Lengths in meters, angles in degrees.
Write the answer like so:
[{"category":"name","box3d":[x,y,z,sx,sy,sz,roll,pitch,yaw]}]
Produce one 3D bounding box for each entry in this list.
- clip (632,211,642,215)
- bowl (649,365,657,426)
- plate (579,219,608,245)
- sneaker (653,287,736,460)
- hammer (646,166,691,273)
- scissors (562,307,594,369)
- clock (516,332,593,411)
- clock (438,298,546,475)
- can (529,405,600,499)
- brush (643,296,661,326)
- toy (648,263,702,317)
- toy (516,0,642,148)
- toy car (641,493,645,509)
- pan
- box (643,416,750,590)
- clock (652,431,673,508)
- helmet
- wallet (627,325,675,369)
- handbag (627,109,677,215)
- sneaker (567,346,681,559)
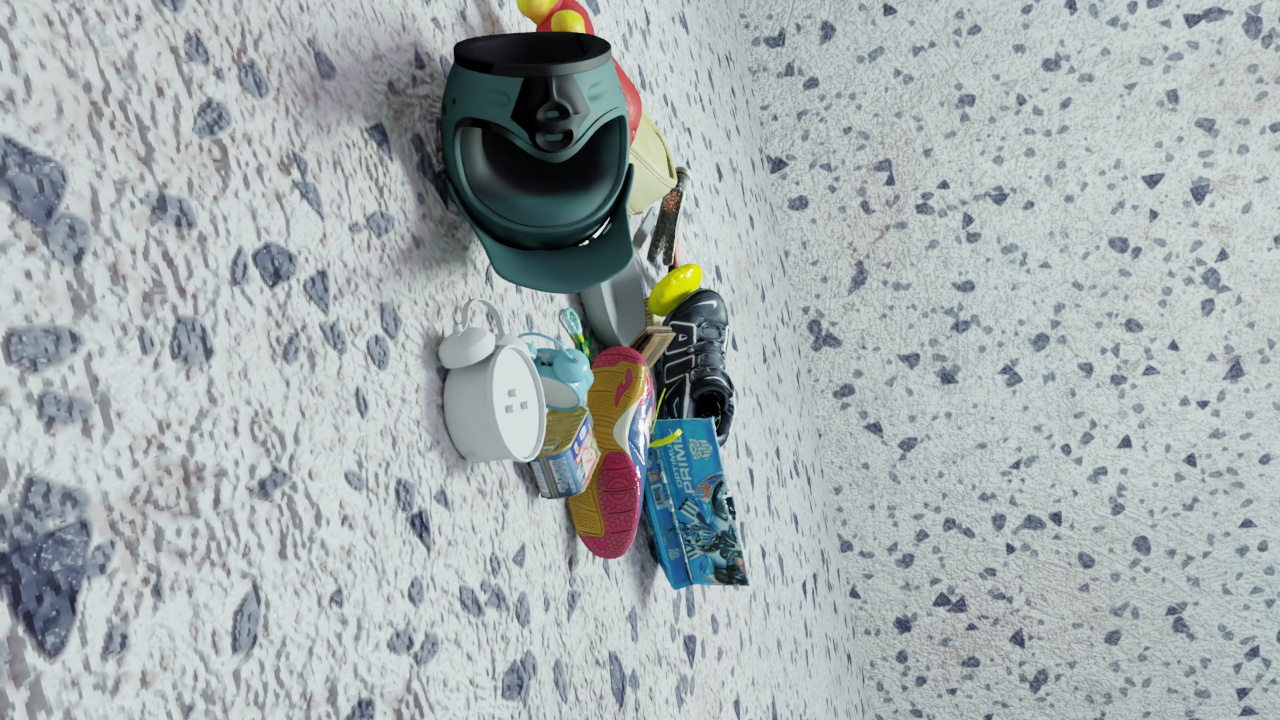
[{"category":"clip","box3d":[-0.014,-0.235,1.405,0.060,0.023,0.044,54,36,-52]},{"category":"bowl","box3d":[0.071,0.026,1.333,0.176,0.058,0.177,-29,128,-46]},{"category":"plate","box3d":[-0.092,-0.199,1.076,0.229,0.030,0.229,49,22,-28]},{"category":"sneaker","box3d":[0.082,0.016,1.204,0.151,0.097,0.252,157,-60,-71]},{"category":"hammer","box3d":[0.050,-0.146,1.397,0.326,0.036,0.140,81,22,-67]},{"category":"scissors","box3d":[-0.071,-0.016,1.118,0.125,0.011,0.130,-76,152,-63]},{"category":"clock","box3d":[-0.090,0.008,0.925,0.123,0.087,0.041,75,28,-53]},{"category":"clock","box3d":[-0.131,0.021,0.828,0.119,0.061,0.159,13,69,-71]},{"category":"can","box3d":[-0.080,0.096,0.960,0.099,0.054,0.059,-64,143,-61]},{"category":"brush","box3d":[0.009,-0.041,1.338,0.049,0.039,0.117,45,41,-62]},{"category":"toy","box3d":[0.050,-0.099,1.288,0.041,0.094,0.095,46,40,16]},{"category":"toy","box3d":[-0.070,-0.306,1.005,0.216,0.098,0.148,61,-19,27]},{"category":"toy car","box3d":[-0.017,0.175,1.141,0.091,0.036,0.042,-12,92,-73]},{"category":"pan","box3d":[-0.022,-0.137,1.272,0.355,0.051,0.201,-76,151,-58]},{"category":"box","box3d":[0.041,0.180,1.175,0.070,0.171,0.244,-26,111,-33]},{"category":"clock","box3d":[0.055,0.156,1.328,0.158,0.059,0.116,47,34,-68]},{"category":"helmet","box3d":[-0.088,-0.177,0.826,0.274,0.176,0.200,-116,-158,-61]},{"category":"wallet","box3d":[-0.007,0.007,1.165,0.027,0.121,0.098,40,13,14]},{"category":"handbag","box3d":[-0.028,-0.286,1.237,0.191,0.089,0.232,45,20,-39]},{"category":"sneaker","box3d":[-0.018,0.108,1.052,0.091,0.116,0.241,62,32,-69]}]
